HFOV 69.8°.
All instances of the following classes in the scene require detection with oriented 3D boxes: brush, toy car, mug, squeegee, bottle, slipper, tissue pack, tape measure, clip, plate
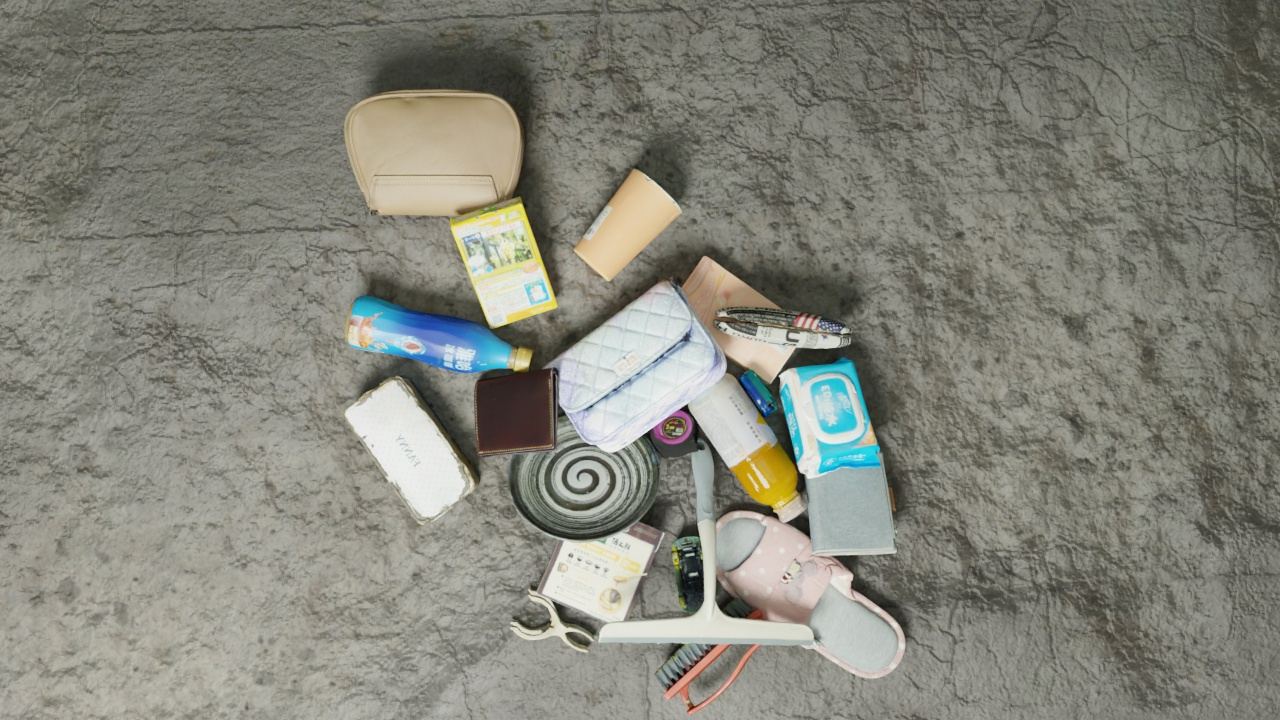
[{"bbox_3d":[0.090,0.346,1.076,0.146,0.063,0.069,-45,72,5],"label":"brush"},{"bbox_3d":[0.062,0.256,1.103,0.043,0.036,0.091,-9,86,-3],"label":"toy car"},{"bbox_3d":[-0.020,-0.160,1.104,0.078,0.078,0.123,42,91,1],"label":"mug"},{"bbox_3d":[0.077,0.199,1.060,0.246,0.039,0.246,4,63,-9],"label":"squeegee"},{"bbox_3d":[-0.237,-0.024,1.093,0.218,0.065,0.065,13,87,-1],"label":"bottle"},{"bbox_3d":[0.198,0.281,1.096,0.274,0.054,0.114,38,87,2],"label":"slipper"},{"bbox_3d":[0.223,0.068,1.089,0.090,0.063,0.140,-9,68,-5],"label":"tissue pack"},{"bbox_3d":[0.041,0.089,1.103,0.057,0.039,0.057,-15,56,6],"label":"tape measure"},{"bbox_3d":[0.143,0.040,1.107,0.025,0.054,0.058,-34,74,-2],"label":"tape measure"},{"bbox_3d":[-0.103,0.304,1.097,0.103,0.035,0.092,6,88,-6],"label":"clip"},{"bbox_3d":[0.130,0.105,1.093,0.068,0.068,0.189,-34,86,-3],"label":"bottle"},{"bbox_3d":[-0.065,0.137,1.075,0.179,0.024,0.179,0,51,0],"label":"plate"}]

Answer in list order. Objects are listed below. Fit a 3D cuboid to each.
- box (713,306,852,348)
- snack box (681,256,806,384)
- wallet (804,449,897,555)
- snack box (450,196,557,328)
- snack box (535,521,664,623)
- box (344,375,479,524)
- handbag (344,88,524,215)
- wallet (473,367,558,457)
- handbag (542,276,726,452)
[{"bbox_3d":[0.166,-0.034,1.080,0.164,0.070,0.057,7,110,1],"label":"box"},{"bbox_3d":[0.117,-0.049,1.125,0.157,0.026,0.084,35,87,0],"label":"snack box"},{"bbox_3d":[0.252,0.168,1.101,0.106,0.037,0.129,0,65,-3],"label":"wallet"},{"bbox_3d":[-0.160,-0.114,1.084,0.087,0.033,0.140,-19,122,-3],"label":"snack box"},{"bbox_3d":[-0.048,0.239,1.091,0.113,0.053,0.125,23,83,0],"label":"snack box"},{"bbox_3d":[-0.274,0.100,1.091,0.089,0.060,0.184,-33,87,-4],"label":"box"},{"bbox_3d":[-0.240,-0.245,1.092,0.204,0.100,0.148,1,95,-2],"label":"handbag"},{"bbox_3d":[-0.146,0.062,1.077,0.123,0.020,0.096,-9,79,35],"label":"wallet"},{"bbox_3d":[-0.006,0.006,1.069,0.194,0.075,0.134,-36,64,5],"label":"handbag"}]
